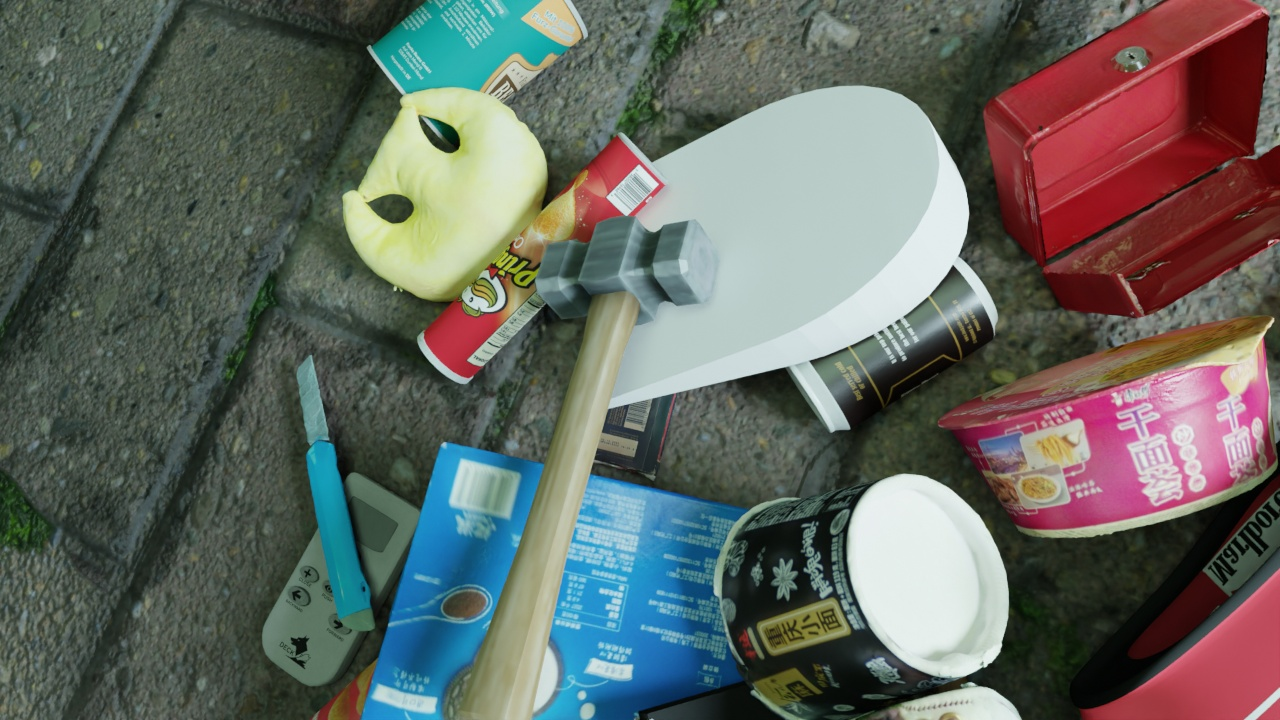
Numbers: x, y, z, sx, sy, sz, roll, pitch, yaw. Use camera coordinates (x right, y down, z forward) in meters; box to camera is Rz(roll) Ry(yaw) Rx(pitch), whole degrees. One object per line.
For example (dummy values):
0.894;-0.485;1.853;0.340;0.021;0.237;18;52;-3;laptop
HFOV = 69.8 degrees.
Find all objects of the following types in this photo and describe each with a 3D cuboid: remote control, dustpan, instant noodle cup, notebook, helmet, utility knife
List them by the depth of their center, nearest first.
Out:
0.358;0.180;0.435;0.270;0.198;0.224;-44;68;-8;helmet
0.125;0.128;0.510;0.137;0.113;0.137;11;61;-22;instant noodle cup
0.080;0.286;0.514;0.148;0.016;0.206;-5;80;-28;notebook
0.269;0.041;0.520;0.179;0.178;0.077;-20;87;9;instant noodle cup
0.086;-0.080;0.628;0.258;0.053;0.191;-21;54;29;dustpan
-0.226;0.166;0.691;0.074;0.019;0.151;26;83;20;remote control
-0.235;0.097;0.696;0.031;0.015;0.224;-21;71;7;utility knife

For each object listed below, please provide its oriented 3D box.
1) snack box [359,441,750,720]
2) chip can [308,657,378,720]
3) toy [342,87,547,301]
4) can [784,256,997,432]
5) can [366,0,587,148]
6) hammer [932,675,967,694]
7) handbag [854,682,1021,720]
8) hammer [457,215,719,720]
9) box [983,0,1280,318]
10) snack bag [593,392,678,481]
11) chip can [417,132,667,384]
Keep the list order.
-0.034;0.172;0.573;0.239;0.056;0.195;13;71;1;snack box
-0.195;0.263;0.629;0.233;0.073;0.073;-42;69;0;chip can
-0.141;-0.118;0.709;0.155;0.064;0.171;34;103;-11;toy
0.163;-0.013;0.605;0.128;0.072;0.072;-33;69;5;can
-0.129;-0.256;0.736;0.144;0.099;0.099;-39;69;2;can
0.195;0.280;0.517;0.052;0.098;0.327;-10;67;10;hammer
0.163;0.260;0.416;0.096;0.142;0.198;-16;58;5;handbag
-0.040;0.051;0.548;0.117;0.051;0.322;-5;55;31;hammer
0.307;-0.128;0.564;0.157;0.147;0.156;-31;88;5;box
-0.004;0.004;0.675;0.075;0.018;0.155;13;79;18;snack bag
-0.073;-0.074;0.679;0.215;0.051;0.052;-43;69;11;chip can
